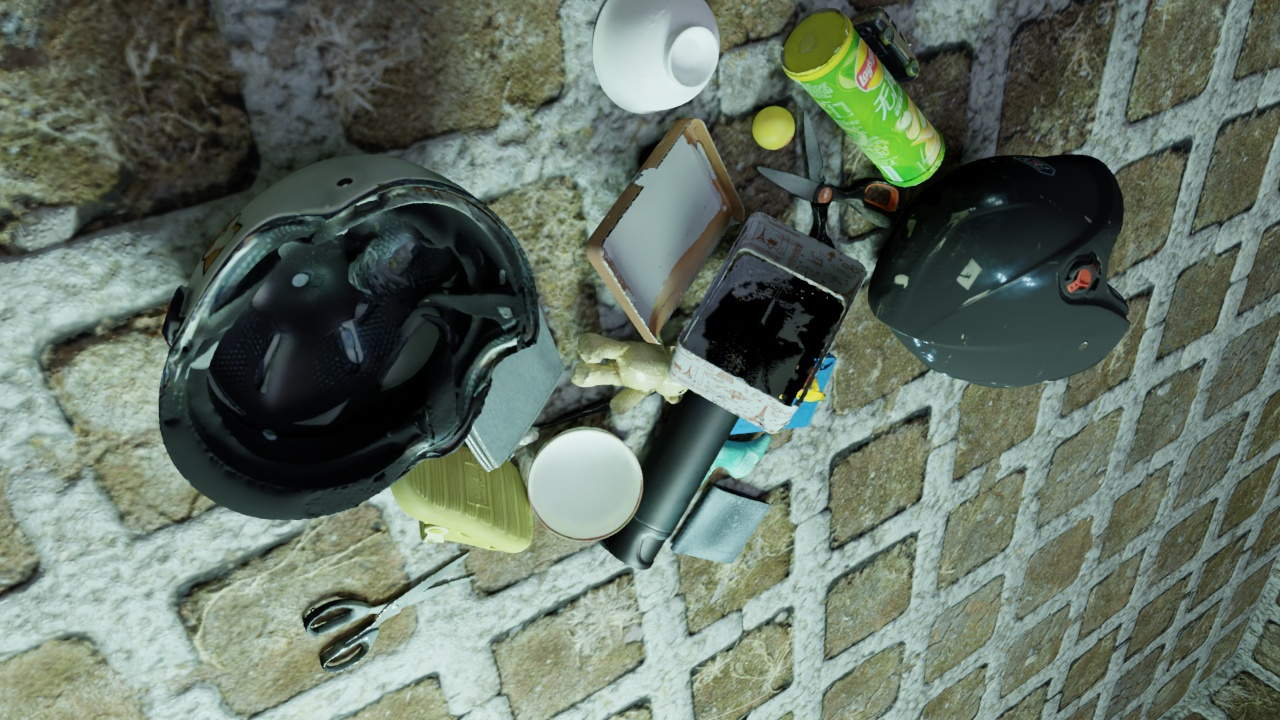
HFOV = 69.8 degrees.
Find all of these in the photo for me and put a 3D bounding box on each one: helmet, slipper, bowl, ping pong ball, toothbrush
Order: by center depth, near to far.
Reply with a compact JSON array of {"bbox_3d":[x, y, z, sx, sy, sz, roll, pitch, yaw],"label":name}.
[{"bbox_3d":[-0.218,-0.034,0.661,0.274,0.157,0.230,-49,135,13],"label":"helmet"},{"bbox_3d":[0.026,-0.258,0.763,0.118,0.065,0.118,-17,125,-27],"label":"bowl"},{"bbox_3d":[-0.175,0.127,0.851,0.082,0.091,0.190,-18,150,24],"label":"slipper"},{"bbox_3d":[0.127,-0.221,0.874,0.040,0.040,0.040,-18,125,-27],"label":"ping pong ball"},{"bbox_3d":[-0.058,0.118,0.919,0.113,0.062,0.113,-1,98,-9],"label":"bowl"},{"bbox_3d":[-0.047,0.051,0.931,0.180,0.018,0.016,-19,118,-28],"label":"toothbrush"},{"bbox_3d":[0.385,-0.105,1.003,0.230,0.233,0.275,9,117,-24],"label":"helmet"}]

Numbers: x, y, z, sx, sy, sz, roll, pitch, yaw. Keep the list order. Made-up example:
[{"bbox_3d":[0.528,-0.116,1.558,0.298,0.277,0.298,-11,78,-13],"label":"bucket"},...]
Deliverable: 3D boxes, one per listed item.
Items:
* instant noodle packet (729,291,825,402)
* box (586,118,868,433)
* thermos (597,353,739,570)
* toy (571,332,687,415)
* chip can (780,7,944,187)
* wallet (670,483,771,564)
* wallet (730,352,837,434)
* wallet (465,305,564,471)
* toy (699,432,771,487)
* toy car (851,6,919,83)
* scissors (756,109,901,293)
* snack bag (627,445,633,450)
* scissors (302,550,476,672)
[{"bbox_3d":[0.138,-0.016,0.957,0.110,0.128,0.044,5,155,-37],"label":"instant noodle packet"},{"bbox_3d":[0.078,-0.074,0.859,0.272,0.130,0.178,40,65,-17],"label":"box"},{"bbox_3d":[0.032,0.107,0.991,0.090,0.068,0.243,24,102,-21],"label":"thermos"},{"bbox_3d":[-0.005,0.005,0.899,0.157,0.066,0.105,8,94,-47],"label":"toy"},{"bbox_3d":[0.226,-0.251,0.907,0.221,0.072,0.072,29,97,-43],"label":"chip can"},{"bbox_3d":[0.100,0.204,1.131,0.120,0.019,0.097,24,103,-44],"label":"wallet"},{"bbox_3d":[0.159,0.037,1.059,0.132,0.040,0.106,-2,122,-36],"label":"wallet"},{"bbox_3d":[-0.121,0.021,0.818,0.129,0.037,0.107,-58,144,-36],"label":"wallet"},{"bbox_3d":[0.098,0.115,1.068,0.091,0.030,0.097,17,113,-36],"label":"toy"},{"bbox_3d":[0.243,-0.308,0.904,0.090,0.042,0.035,35,71,-37],"label":"toy car"},{"bbox_3d":[0.202,-0.160,0.979,0.220,0.022,0.225,-10,122,-32],"label":"scissors"},{"bbox_3d":[-0.048,0.131,0.971,0.045,0.026,0.105,22,99,-35],"label":"snack bag"},{"bbox_3d":[-0.248,0.247,0.908,0.162,0.014,0.166,22,100,-45],"label":"scissors"}]
